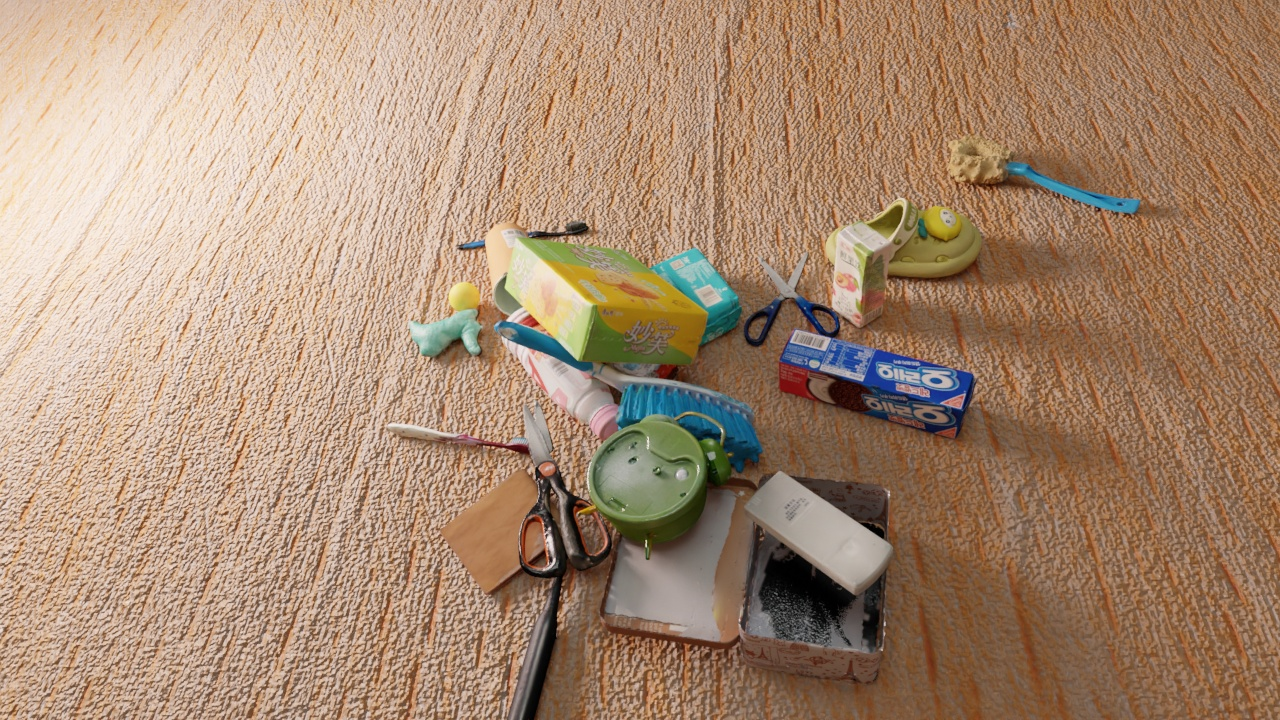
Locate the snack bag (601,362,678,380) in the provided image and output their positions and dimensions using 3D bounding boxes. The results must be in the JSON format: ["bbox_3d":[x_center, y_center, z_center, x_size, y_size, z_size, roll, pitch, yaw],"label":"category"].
[{"bbox_3d":[-0.007,0.006,1.098,0.105,0.026,0.045,21,65,26],"label":"snack bag"}]

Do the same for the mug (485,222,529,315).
[{"bbox_3d":[-0.166,-0.125,1.206,0.078,0.078,0.122,-18,45,-6],"label":"mug"}]

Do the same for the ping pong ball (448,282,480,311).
[{"bbox_3d":[-0.230,-0.082,1.199,0.040,0.040,0.040,-4,49,5],"label":"ping pong ball"}]

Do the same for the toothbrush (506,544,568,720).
[{"bbox_3d":[-0.093,0.266,0.892,0.027,0.026,0.212,0,49,19],"label":"toothbrush"}]

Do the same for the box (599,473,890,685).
[{"bbox_3d":[0.103,0.196,0.882,0.260,0.082,0.176,5,51,12],"label":"box"}]

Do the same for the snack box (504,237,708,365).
[{"bbox_3d":[-0.044,-0.071,1.069,0.157,0.070,0.210,2,26,-34],"label":"snack box"}]

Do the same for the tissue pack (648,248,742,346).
[{"bbox_3d":[0.058,-0.079,1.145,0.093,0.050,0.133,-25,50,-10],"label":"tissue pack"}]

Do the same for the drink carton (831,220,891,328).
[{"bbox_3d":[0.262,-0.102,1.085,0.045,0.123,0.053,-29,51,-17],"label":"drink carton"}]

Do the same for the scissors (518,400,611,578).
[{"bbox_3d":[-0.111,0.133,0.981,0.148,0.022,0.235,-30,54,-23],"label":"scissors"}]

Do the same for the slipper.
[{"bbox_3d":[0.329,-0.156,1.149,0.191,0.082,0.091,-1,52,11],"label":"slipper"}]

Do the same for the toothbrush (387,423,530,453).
[{"bbox_3d":[-0.210,0.088,1.069,0.188,0.016,0.017,7,43,14],"label":"toothbrush"}]

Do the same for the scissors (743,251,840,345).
[{"bbox_3d":[0.185,-0.074,1.144,0.162,0.012,0.174,-40,53,-19],"label":"scissors"}]

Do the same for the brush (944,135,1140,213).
[{"bbox_3d":[0.528,-0.241,1.222,0.255,0.046,0.083,24,53,22],"label":"brush"}]

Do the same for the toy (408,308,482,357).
[{"bbox_3d":[-0.241,-0.033,1.168,0.092,0.030,0.096,-27,57,-11],"label":"toy"}]

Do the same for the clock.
[{"bbox_3d":[0.021,0.110,0.899,0.116,0.056,0.161,27,62,33],"label":"clock"}]

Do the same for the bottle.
[{"bbox_3d":[-0.087,0.016,1.080,0.068,0.068,0.197,-33,57,-18],"label":"bottle"}]

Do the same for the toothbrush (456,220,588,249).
[{"bbox_3d":[-0.166,-0.175,1.286,0.189,0.016,0.014,-8,42,3],"label":"toothbrush"}]

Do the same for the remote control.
[{"bbox_3d":[0.162,0.157,0.843,0.135,0.019,0.056,33,62,33],"label":"remote control"}]

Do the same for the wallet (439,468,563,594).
[{"bbox_3d":[-0.143,0.181,0.978,0.115,0.020,0.101,-35,54,-16],"label":"wallet"}]

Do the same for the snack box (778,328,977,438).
[{"bbox_3d":[0.260,0.024,1.020,0.208,0.058,0.057,15,54,21],"label":"snack box"}]

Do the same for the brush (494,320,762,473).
[{"bbox_3d":[-0.018,0.035,1.008,0.314,0.061,0.109,15,43,-5],"label":"brush"}]
